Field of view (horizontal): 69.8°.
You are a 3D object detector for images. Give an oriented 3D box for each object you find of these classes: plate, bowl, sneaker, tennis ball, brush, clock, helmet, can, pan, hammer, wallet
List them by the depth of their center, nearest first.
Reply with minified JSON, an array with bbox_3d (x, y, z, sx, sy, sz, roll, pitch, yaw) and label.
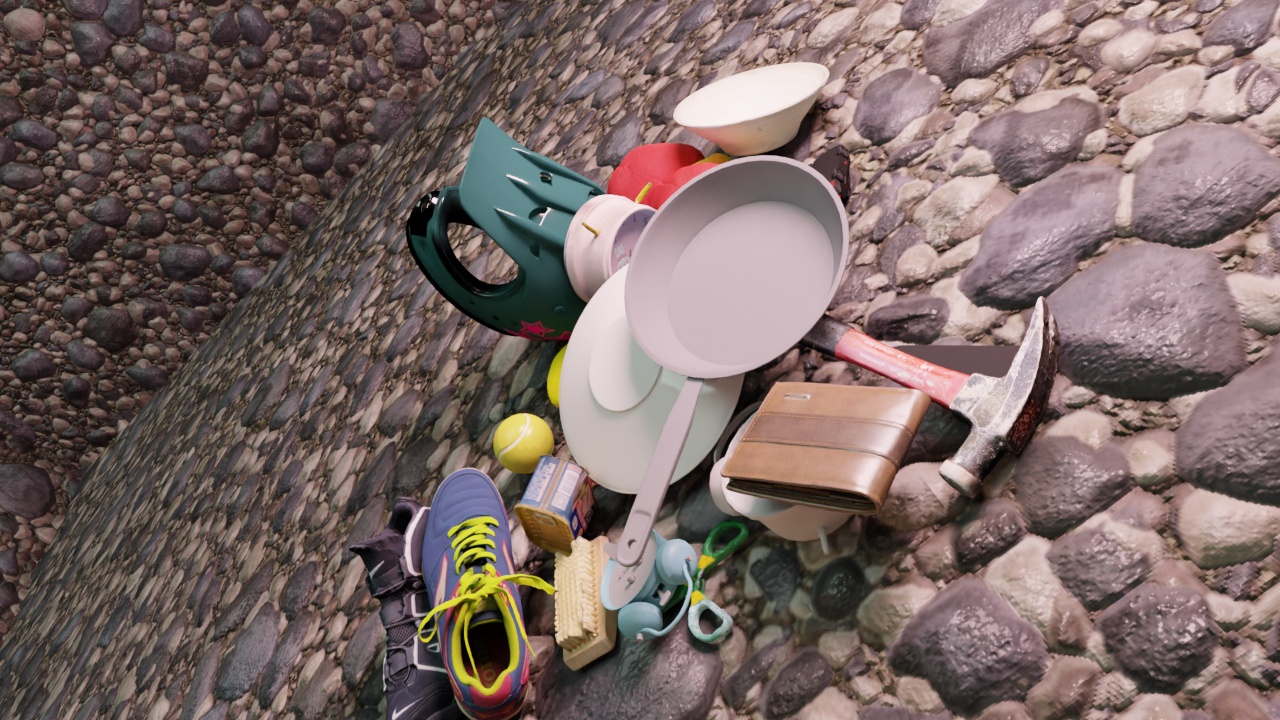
[{"bbox_3d":[0.125,0.056,0.629,0.121,0.027,0.098,3,46,40],"label":"wallet"},{"bbox_3d":[0.108,0.075,0.708,0.120,0.061,0.159,-53,31,-4],"label":"clock"},{"bbox_3d":[0.167,-0.021,0.717,0.140,0.036,0.326,-53,39,-5],"label":"hammer"},{"bbox_3d":[0.006,0.177,0.731,0.087,0.042,0.123,-58,23,-3],"label":"clock"},{"bbox_3d":[0.054,-0.004,0.735,0.201,0.050,0.356,8,73,36],"label":"pan"},{"bbox_3d":[-0.050,0.205,0.797,0.049,0.039,0.117,-36,36,22],"label":"brush"},{"bbox_3d":[-0.141,0.193,0.821,0.116,0.091,0.241,-11,57,-9],"label":"sneaker"},{"bbox_3d":[-0.005,0.005,0.834,0.230,0.030,0.229,-16,66,40],"label":"plate"},{"bbox_3d":[-0.075,0.135,0.851,0.054,0.100,0.058,14,60,15],"label":"can"},{"bbox_3d":[-0.223,0.233,0.884,0.097,0.151,0.251,-31,36,28],"label":"sneaker"},{"bbox_3d":[-0.014,-0.096,0.964,0.059,0.158,0.116,14,43,41],"label":"clock"},{"bbox_3d":[-0.127,0.090,0.997,0.065,0.065,0.065,-33,34,27],"label":"tennis ball"},{"bbox_3d":[-0.123,-0.135,1.030,0.201,0.274,0.176,-18,51,41],"label":"helmet"},{"bbox_3d":[0.129,-0.274,1.032,0.177,0.058,0.176,-15,30,9],"label":"bowl"}]

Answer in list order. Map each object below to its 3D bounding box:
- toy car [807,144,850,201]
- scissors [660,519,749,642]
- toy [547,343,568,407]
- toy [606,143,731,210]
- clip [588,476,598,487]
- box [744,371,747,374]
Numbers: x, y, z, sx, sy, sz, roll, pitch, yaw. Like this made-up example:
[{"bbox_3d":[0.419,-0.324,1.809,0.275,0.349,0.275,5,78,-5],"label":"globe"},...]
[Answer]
[{"bbox_3d":[0.187,-0.177,0.903,0.042,0.036,0.091,-27,28,37],"label":"toy car"},{"bbox_3d":[0.044,0.180,0.728,0.126,0.011,0.130,-45,29,18],"label":"scissors"},{"bbox_3d":[-0.069,0.012,1.031,0.096,0.041,0.094,-24,44,37],"label":"toy"},{"bbox_3d":[0.039,-0.190,1.060,0.147,0.099,0.216,-44,35,-4],"label":"toy"},{"bbox_3d":[-0.049,0.117,0.914,0.023,0.044,0.060,-80,12,-45],"label":"clip"},{"bbox_3d":[0.068,-0.055,0.895,0.243,0.070,0.171,-53,30,-5],"label":"box"}]
